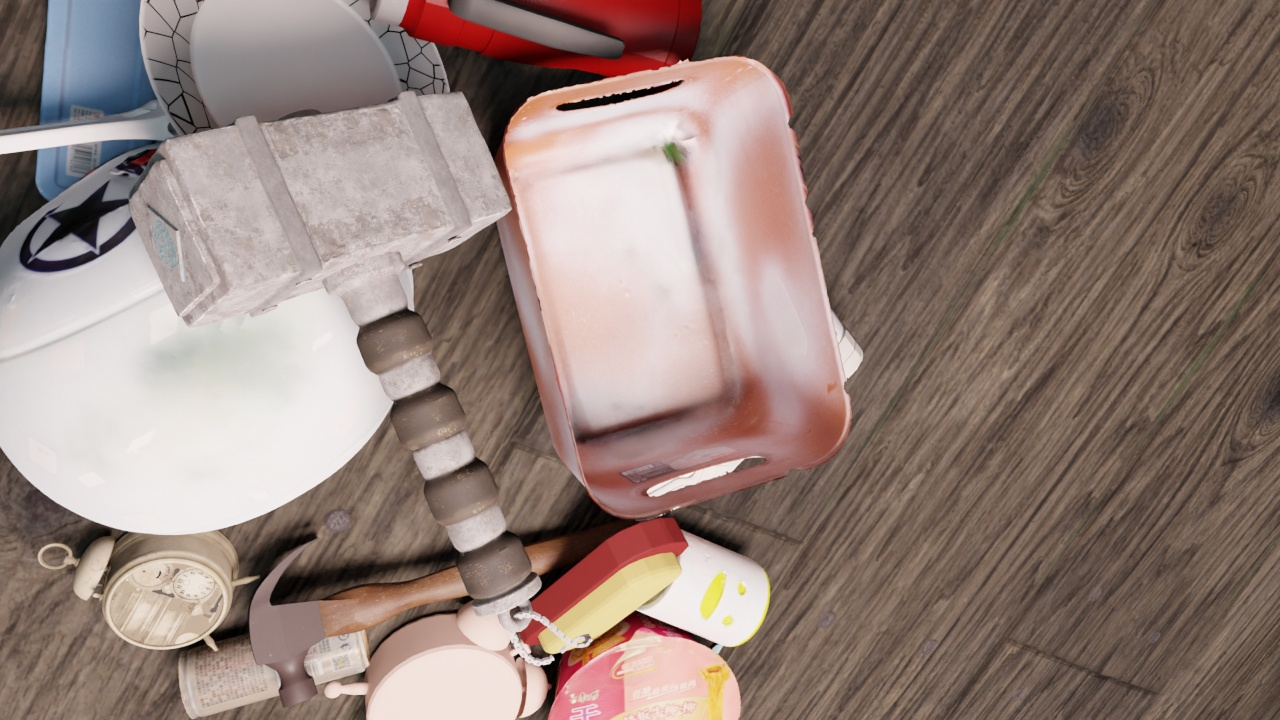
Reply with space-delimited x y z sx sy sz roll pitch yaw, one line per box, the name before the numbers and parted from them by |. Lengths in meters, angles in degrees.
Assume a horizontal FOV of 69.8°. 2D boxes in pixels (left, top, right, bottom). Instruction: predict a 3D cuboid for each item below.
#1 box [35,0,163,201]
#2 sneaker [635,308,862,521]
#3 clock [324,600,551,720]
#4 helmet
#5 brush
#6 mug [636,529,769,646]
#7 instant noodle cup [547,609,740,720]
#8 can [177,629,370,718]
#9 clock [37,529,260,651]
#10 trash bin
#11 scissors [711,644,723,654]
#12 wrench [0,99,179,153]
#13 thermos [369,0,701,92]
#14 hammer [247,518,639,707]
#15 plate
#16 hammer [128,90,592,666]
box | -0.290 -0.185 0.560 0.125 0.021 0.209 9 110 -23
sneaker | 0.060 0.026 0.757 0.237 0.090 0.104 -38 99 8
clock | -0.166 0.290 0.789 0.160 0.086 0.131 -30 120 -13
helmet | -0.254 -0.003 0.562 0.263 0.163 0.237 -26 125 -15
brush | -0.030 0.194 0.767 0.082 0.042 0.174 3 141 -50
mug | 0.051 0.202 0.826 0.106 0.082 0.082 28 101 -27
instant noodle cup | -0.004 0.309 0.848 0.178 0.077 0.179 -5 111 -13
can | -0.289 0.239 0.732 0.135 0.054 0.054 -12 117 -15
clock | -0.363 0.163 0.670 0.140 0.054 0.093 27 101 -31
trash bin | 0.009 -0.049 0.620 0.181 0.157 0.260 -15 98 -13
scissors | 0.024 0.346 0.920 0.173 0.013 0.171 -21 119 -11
wrench | -0.364 -0.123 0.517 0.273 0.066 0.018 -11 117 -13
thermos | -0.062 -0.224 0.578 0.198 0.108 0.084 6 127 -25
hammer | -0.147 0.177 0.749 0.322 0.033 0.115 -11 81 -24
plate | -0.199 -0.170 0.549 0.188 0.016 0.188 13 72 -42
hammer | -0.119 0.022 0.494 0.176 0.080 0.326 -26 95 -43
